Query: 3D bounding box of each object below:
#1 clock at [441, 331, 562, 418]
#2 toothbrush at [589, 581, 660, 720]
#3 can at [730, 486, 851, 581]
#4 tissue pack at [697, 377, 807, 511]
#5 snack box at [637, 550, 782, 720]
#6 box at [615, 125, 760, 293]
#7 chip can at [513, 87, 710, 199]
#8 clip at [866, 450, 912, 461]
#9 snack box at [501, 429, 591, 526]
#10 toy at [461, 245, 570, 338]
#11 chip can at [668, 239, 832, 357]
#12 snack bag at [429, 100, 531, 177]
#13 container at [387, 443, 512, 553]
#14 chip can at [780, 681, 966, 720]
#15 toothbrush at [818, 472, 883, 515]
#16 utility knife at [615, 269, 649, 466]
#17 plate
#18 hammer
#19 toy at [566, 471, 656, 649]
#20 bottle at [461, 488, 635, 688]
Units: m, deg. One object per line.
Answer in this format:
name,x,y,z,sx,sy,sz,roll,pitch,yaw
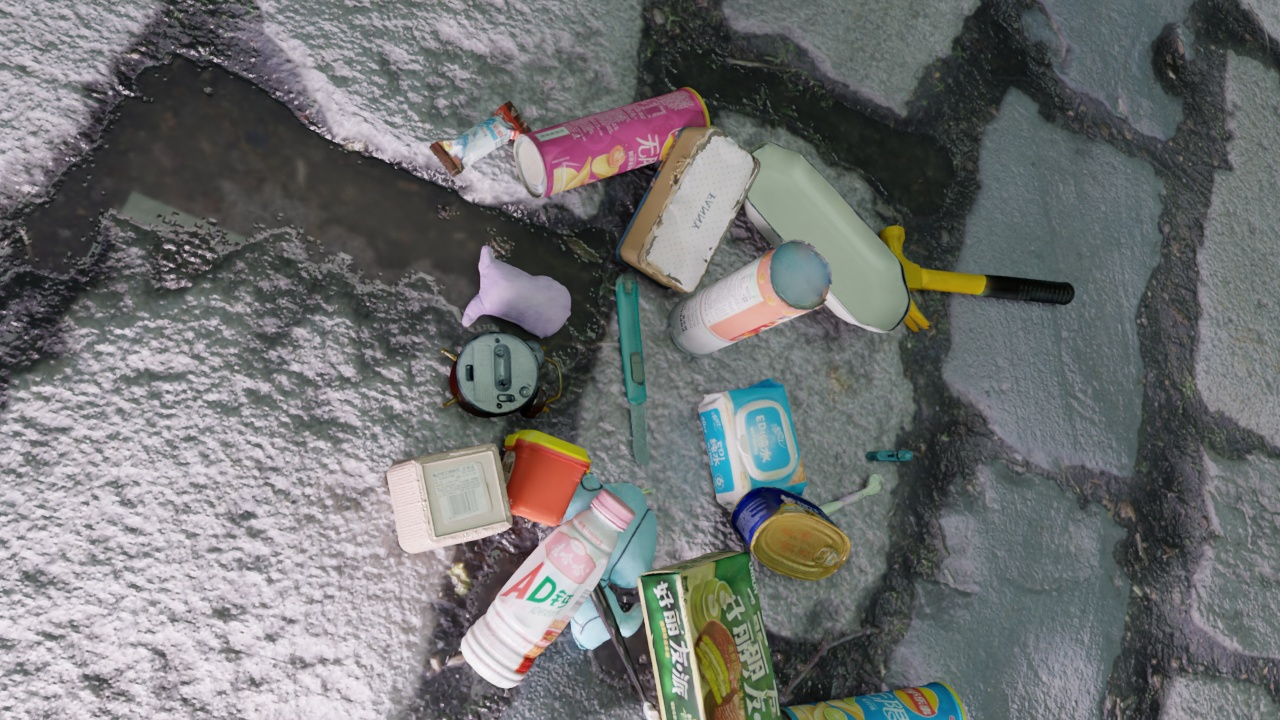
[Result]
clock,-0.134,0.017,0.905,0.121,0.055,0.082,1,78,-24
toothbrush,-0.016,0.285,0.897,0.015,0.018,0.181,-26,104,-15
can,0.159,0.183,0.967,0.148,0.049,0.075,28,104,-38
tissue pack,0.123,0.092,0.993,0.089,0.063,0.140,-8,82,-24
snack box,0.074,0.317,0.909,0.114,0.063,0.240,-2,78,-46
box,0.049,-0.156,0.984,0.089,0.061,0.184,32,88,-32
chip can,-0.029,-0.236,0.993,0.210,0.072,0.071,-23,89,-25
clip,0.296,0.113,1.086,0.056,0.043,0.014,1,81,-24
snack box,-0.097,0.114,0.883,0.082,0.091,0.080,22,78,-17
toy,-0.122,-0.060,0.935,0.108,0.039,0.084,19,90,-22
chip can,0.105,-0.058,0.933,0.071,0.215,0.071,5,77,-22
snack bag,-0.166,-0.231,0.958,0.104,0.026,0.048,-34,81,-26
container,-0.172,0.124,0.835,0.090,0.111,0.090,-9,83,-25
chip can,0.241,0.392,0.979,0.210,0.071,0.071,1,79,-22
toothbrush,0.198,0.172,1.034,0.189,0.020,0.029,-20,120,-24
utility knife,-0.006,0.006,0.984,0.029,0.013,0.215,-1,80,-23
plate,0.208,-0.139,1.067,0.265,0.034,0.161,46,45,-3
hammer,0.437,-0.096,1.183,0.300,0.033,0.128,2,79,-22
toy,-0.032,0.194,0.915,0.156,0.050,0.161,-41,104,-24
bottle,-0.081,0.206,0.848,0.068,0.068,0.197,39,88,-11
